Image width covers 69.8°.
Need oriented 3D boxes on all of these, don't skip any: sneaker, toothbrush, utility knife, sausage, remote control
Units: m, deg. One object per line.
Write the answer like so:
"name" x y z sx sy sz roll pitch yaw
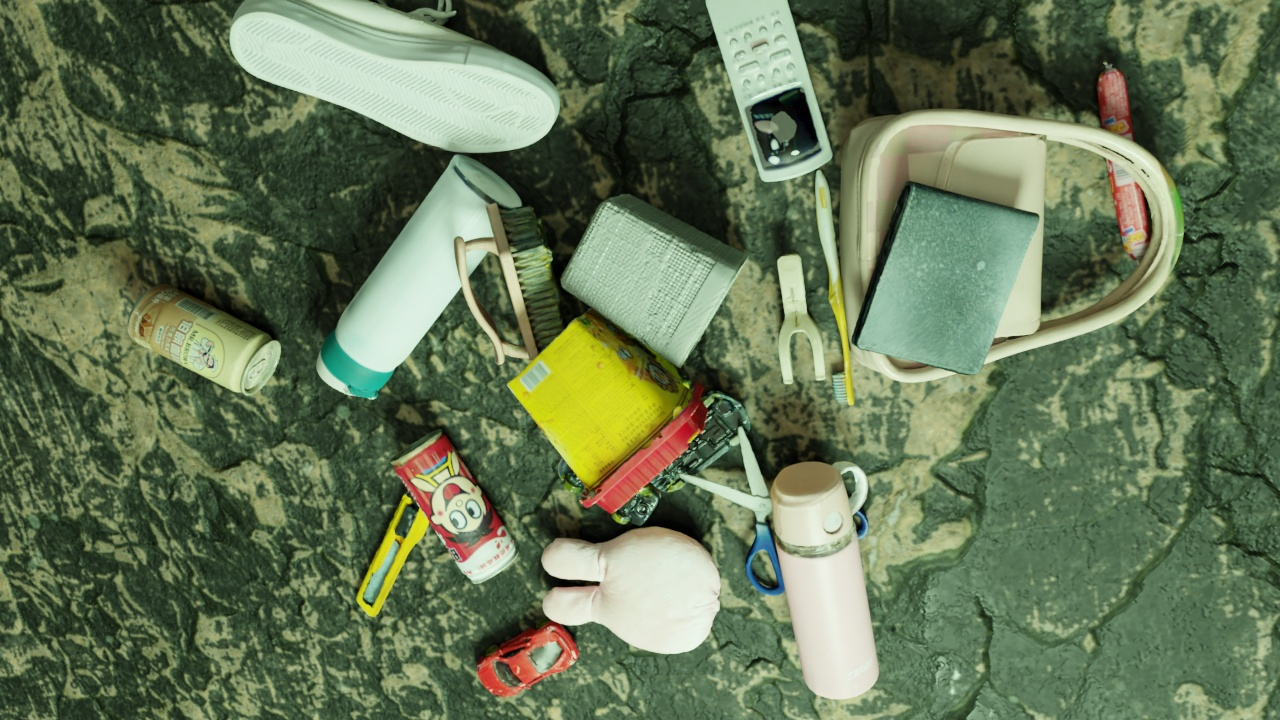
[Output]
"sneaker" -0.180 -0.235 0.710 0.242 0.090 0.090 14 139 -13
"toothbrush" 0.151 -0.055 0.727 0.018 0.016 0.191 -6 105 20
"utility knife" -0.230 0.180 0.861 0.033 0.015 0.154 30 109 4
"sausage" 0.350 -0.139 0.665 0.020 0.020 0.156 -14 103 13
"remote control" 0.097 -0.211 0.689 0.058 0.021 0.150 -17 101 14

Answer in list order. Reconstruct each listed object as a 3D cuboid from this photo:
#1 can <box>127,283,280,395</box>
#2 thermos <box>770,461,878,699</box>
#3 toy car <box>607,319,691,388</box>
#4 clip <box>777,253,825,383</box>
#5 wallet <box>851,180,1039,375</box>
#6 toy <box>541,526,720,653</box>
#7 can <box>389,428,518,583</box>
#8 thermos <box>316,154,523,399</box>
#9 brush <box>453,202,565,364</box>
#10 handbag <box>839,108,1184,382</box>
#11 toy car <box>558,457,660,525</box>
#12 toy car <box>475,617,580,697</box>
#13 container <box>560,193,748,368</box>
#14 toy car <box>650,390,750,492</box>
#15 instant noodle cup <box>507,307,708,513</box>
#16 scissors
"can" -0.384 -0.019 0.810 0.116 0.058 0.059 26 108 2
"thermos" 0.159 0.176 0.756 0.087 0.067 0.199 -22 113 -23
"toy car" -0.005 0.004 0.763 0.105 0.032 0.048 44 108 -6
"clip" 0.122 -0.027 0.712 0.035 0.083 0.104 -5 116 11
"wallet" 0.208 -0.054 0.630 0.097 0.019 0.121 13 107 -8
"toy" -0.009 0.199 0.807 0.159 0.054 0.121 6 108 10
"can" -0.164 0.130 0.815 0.053 0.053 0.133 -28 99 16
"thermos" -0.191 -0.063 0.760 0.073 0.073 0.225 41 109 -3
"brush" -0.100 -0.051 0.726 0.073 0.063 0.146 -16 141 -7
"handbag" 0.265 -0.088 0.666 0.234 0.093 0.193 -3 106 6
"toy car" -0.028 0.105 0.794 0.090 0.035 0.042 31 107 0
"toy car" -0.109 0.283 0.862 0.106 0.031 0.049 -31 97 19
"container" 0.010 -0.067 0.711 0.114 0.090 0.090 31 108 3
"toy car" 0.045 0.066 0.771 0.106 0.031 0.049 -40 99 16
"instant noodle cup" -0.027 0.032 0.703 0.116 0.116 0.123 -43 92 13
"scissors" 0.112 0.131 0.775 0.162 0.012 0.175 1 115 1
